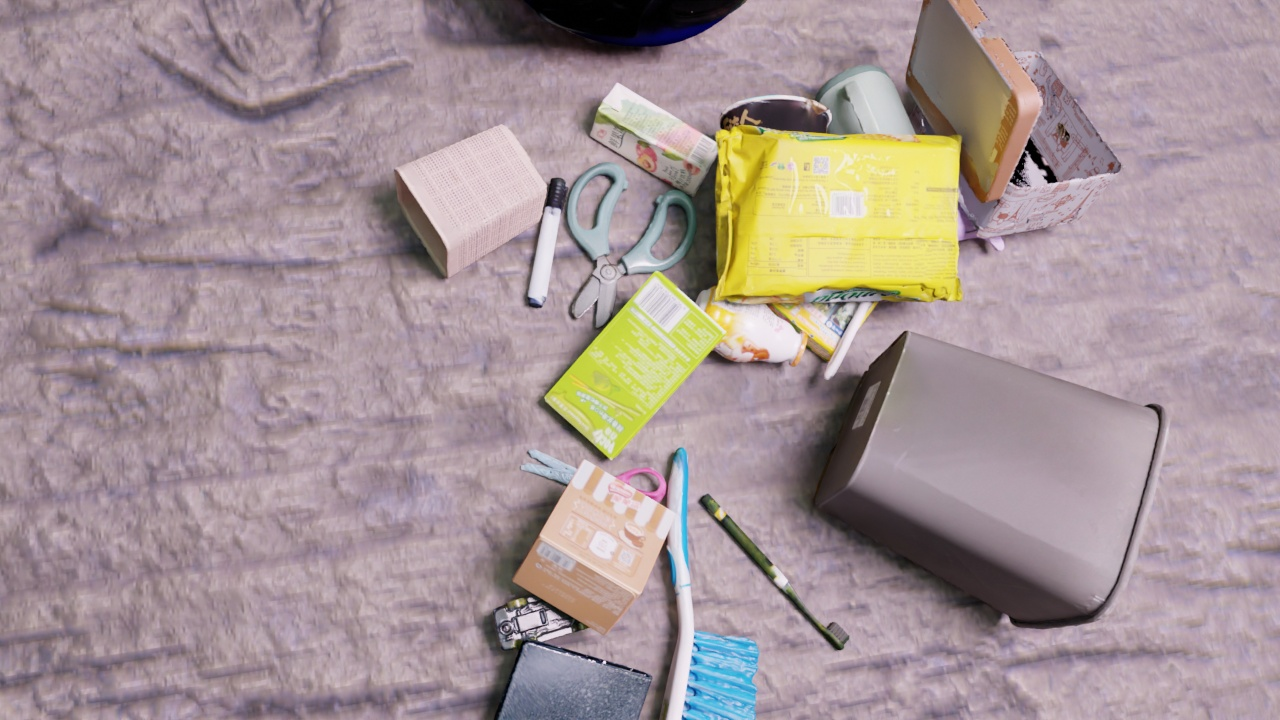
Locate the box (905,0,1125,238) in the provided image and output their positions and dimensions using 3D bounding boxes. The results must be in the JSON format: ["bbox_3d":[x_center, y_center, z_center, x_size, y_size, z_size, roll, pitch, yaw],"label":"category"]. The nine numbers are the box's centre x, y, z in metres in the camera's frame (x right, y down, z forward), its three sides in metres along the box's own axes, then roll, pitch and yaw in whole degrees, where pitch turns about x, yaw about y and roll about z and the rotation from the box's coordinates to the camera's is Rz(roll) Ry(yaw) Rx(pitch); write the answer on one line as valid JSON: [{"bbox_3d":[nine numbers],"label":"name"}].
[{"bbox_3d":[0.361,-0.244,0.872,0.157,0.218,0.180,-16,60,-5],"label":"box"}]

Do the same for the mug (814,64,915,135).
[{"bbox_3d":[0.222,-0.235,0.909,0.082,0.111,0.106,-22,77,16],"label":"mug"}]

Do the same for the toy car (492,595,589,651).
[{"bbox_3d":[-0.081,0.219,0.789,0.090,0.035,0.042,-13,80,-17],"label":"toy car"}]

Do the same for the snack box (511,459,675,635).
[{"bbox_3d":[-0.038,0.157,0.771,0.093,0.077,0.094,30,42,0],"label":"snack box"}]

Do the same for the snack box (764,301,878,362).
[{"bbox_3d":[0.194,-0.078,0.907,0.087,0.034,0.140,38,72,2],"label":"snack box"}]

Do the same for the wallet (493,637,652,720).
[{"bbox_3d":[-0.059,0.294,0.764,0.120,0.019,0.097,21,84,-15],"label":"wallet"}]

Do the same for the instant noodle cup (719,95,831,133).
[{"bbox_3d":[0.130,-0.178,0.889,0.111,0.111,0.120,3,82,-8],"label":"instant noodle cup"}]

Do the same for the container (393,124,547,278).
[{"bbox_3d":[-0.153,-0.149,0.842,0.110,0.090,0.090,-32,83,-17],"label":"container"}]

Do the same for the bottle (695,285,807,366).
[{"bbox_3d":[0.101,-0.028,0.863,0.108,0.063,0.063,19,74,-3],"label":"bottle"}]

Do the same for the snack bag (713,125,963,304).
[{"bbox_3d":[0.181,-0.129,0.822,0.246,0.068,0.158,-2,96,-14],"label":"snack bag"}]

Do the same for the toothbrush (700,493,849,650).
[{"bbox_3d":[0.123,0.191,0.839,0.017,0.012,0.186,-41,85,-22],"label":"toothbrush"}]

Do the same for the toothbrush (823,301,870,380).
[{"bbox_3d":[0.220,-0.055,0.880,0.016,0.016,0.179,34,74,-6],"label":"toothbrush"}]

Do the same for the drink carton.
[{"bbox_3d":[0.015,-0.218,0.903,0.122,0.054,0.045,31,69,0],"label":"drink carton"}]

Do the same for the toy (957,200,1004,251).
[{"bbox_3d":[0.313,-0.143,0.936,0.108,0.039,0.083,-9,74,-12],"label":"toy"}]

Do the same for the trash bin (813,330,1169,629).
[{"bbox_3d":[0.291,0.096,0.803,0.220,0.199,0.198,25,72,5],"label":"trash bin"}]

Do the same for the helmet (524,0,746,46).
[{"bbox_3d":[0.010,-0.413,0.847,0.315,0.240,0.247,12,74,6],"label":"helmet"}]

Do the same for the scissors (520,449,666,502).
[{"bbox_3d":[-0.048,0.120,0.831,0.137,0.017,0.072,14,84,-1],"label":"scissors"}]

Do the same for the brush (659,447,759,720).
[{"bbox_3d":[0.053,0.237,0.798,0.109,0.061,0.314,13,72,-2],"label":"brush"}]

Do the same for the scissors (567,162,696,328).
[{"bbox_3d":[-0.034,-0.117,0.889,0.161,0.019,0.178,38,75,1],"label":"scissors"}]

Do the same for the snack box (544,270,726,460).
[{"bbox_3d":[-0.005,0.005,0.828,0.086,0.026,0.156,42,98,4],"label":"snack box"}]

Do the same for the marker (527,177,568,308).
[{"bbox_3d":[-0.088,-0.113,0.879,0.022,0.018,0.130,21,72,-44],"label":"marker"}]
